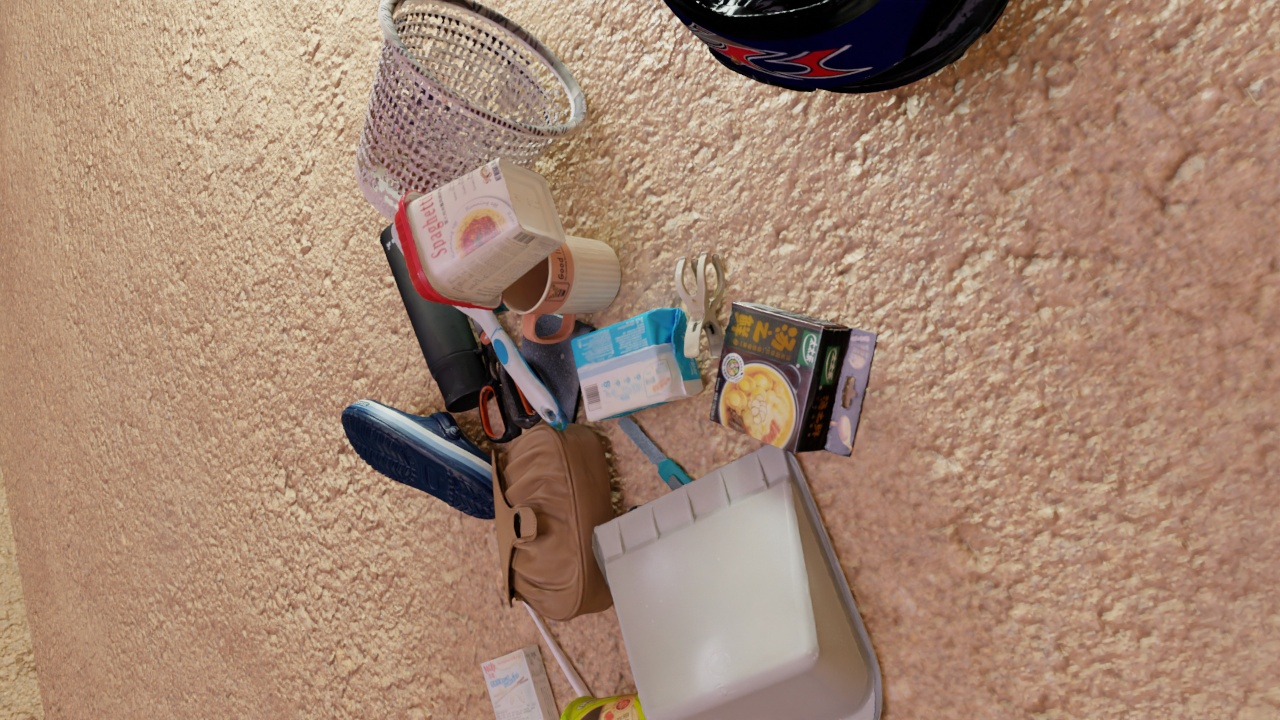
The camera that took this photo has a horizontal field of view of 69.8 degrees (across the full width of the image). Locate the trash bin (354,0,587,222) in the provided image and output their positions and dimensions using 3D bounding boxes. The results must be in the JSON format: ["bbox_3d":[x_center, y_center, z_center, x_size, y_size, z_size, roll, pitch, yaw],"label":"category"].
[{"bbox_3d":[-0.199,-0.244,0.969,0.193,0.227,0.227,-50,61,35],"label":"trash bin"}]

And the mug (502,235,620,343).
[{"bbox_3d":[-0.086,-0.074,0.948,0.082,0.105,0.114,17,102,39],"label":"mug"}]

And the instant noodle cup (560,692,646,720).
[{"bbox_3d":[-0.002,0.373,0.899,0.124,0.111,0.111,-28,73,30],"label":"instant noodle cup"}]

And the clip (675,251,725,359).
[{"bbox_3d":[0.060,-0.051,0.868,0.035,0.074,0.100,-10,81,39],"label":"clip"}]

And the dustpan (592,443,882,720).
[{"bbox_3d":[0.095,0.247,0.828,0.223,0.142,0.257,-29,44,20],"label":"dustpan"}]

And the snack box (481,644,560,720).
[{"bbox_3d":[-0.129,0.414,1.055,0.085,0.026,0.156,-31,72,38],"label":"snack box"}]

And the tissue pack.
[{"bbox_3d":[-0.005,0.005,0.909,0.140,0.063,0.090,-18,81,41],"label":"tissue pack"}]

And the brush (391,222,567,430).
[{"bbox_3d":[-0.164,-0.051,1.002,0.314,0.109,0.061,45,118,10],"label":"brush"}]

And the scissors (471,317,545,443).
[{"bbox_3d":[-0.182,-0.007,1.052,0.235,0.021,0.139,43,100,31],"label":"scissors"}]

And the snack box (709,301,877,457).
[{"bbox_3d":[0.130,0.016,0.807,0.126,0.053,0.113,19,104,44],"label":"snack box"}]

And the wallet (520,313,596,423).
[{"bbox_3d":[-0.098,0.006,1.020,0.097,0.019,0.121,24,109,37],"label":"wallet"}]

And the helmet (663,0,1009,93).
[{"bbox_3d":[0.150,-0.303,0.642,0.315,0.240,0.248,50,122,41],"label":"helmet"}]

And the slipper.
[{"bbox_3d":[-0.249,0.101,1.101,0.253,0.095,0.105,23,136,22],"label":"slipper"}]

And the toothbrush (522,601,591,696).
[{"bbox_3d":[-0.097,0.316,1.032,0.016,0.016,0.180,-52,59,23],"label":"toothbrush"}]

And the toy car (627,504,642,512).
[{"bbox_3d":[0.025,0.181,0.910,0.106,0.031,0.049,27,108,36],"label":"toy car"}]

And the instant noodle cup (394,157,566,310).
[{"bbox_3d":[-0.147,-0.121,0.863,0.124,0.116,0.116,-26,74,25],"label":"instant noodle cup"}]

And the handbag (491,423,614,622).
[{"bbox_3d":[-0.099,0.171,0.972,0.148,0.099,0.204,-17,77,43],"label":"handbag"}]

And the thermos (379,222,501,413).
[{"bbox_3d":[-0.237,-0.061,1.115,0.090,0.068,0.242,-27,74,5],"label":"thermos"}]

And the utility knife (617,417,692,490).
[{"bbox_3d":[0.044,0.129,0.904,0.219,0.013,0.029,46,119,30],"label":"utility knife"}]

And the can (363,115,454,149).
[{"bbox_3d":[-0.293,-0.273,1.155,0.133,0.053,0.053,-1,91,41],"label":"can"}]
